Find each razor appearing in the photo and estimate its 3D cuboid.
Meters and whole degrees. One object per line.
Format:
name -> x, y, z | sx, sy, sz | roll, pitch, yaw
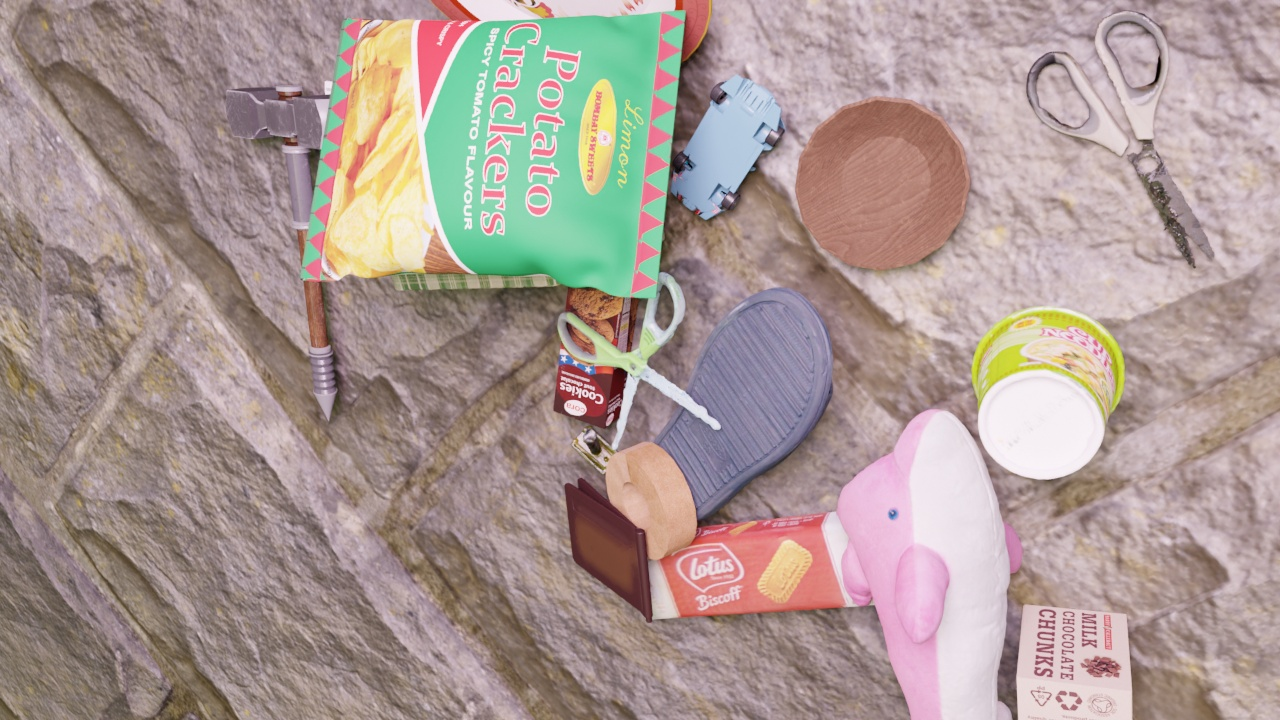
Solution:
razor -> -0.040, 0.070, 0.771 | 0.042, 0.106, 0.026 | 44, 81, 8

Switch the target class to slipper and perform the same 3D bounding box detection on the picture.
slipper -> 0.087, 0.041, 0.707 | 0.101, 0.082, 0.264 | 56, 143, 21

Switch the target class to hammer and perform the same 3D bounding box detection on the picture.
hammer -> -0.312, -0.092, 0.867 | 0.156, 0.042, 0.323 | 15, 116, 31

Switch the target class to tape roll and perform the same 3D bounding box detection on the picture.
tape roll -> 0.008, 0.116, 0.759 | 0.094, 0.027, 0.094 | 38, 138, 45

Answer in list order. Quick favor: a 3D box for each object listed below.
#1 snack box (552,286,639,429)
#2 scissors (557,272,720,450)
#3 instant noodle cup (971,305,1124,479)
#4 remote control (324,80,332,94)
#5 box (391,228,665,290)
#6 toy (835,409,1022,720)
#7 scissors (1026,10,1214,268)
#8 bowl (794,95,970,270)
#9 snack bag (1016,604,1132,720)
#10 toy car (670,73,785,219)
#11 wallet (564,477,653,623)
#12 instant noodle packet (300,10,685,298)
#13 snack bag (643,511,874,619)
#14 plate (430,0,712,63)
snack box -> -0.036, -0.018, 0.772 | 0.051, 0.031, 0.141 | 18, 114, 20
scissors -> -0.004, 0.004, 0.711 | 0.171, 0.021, 0.172 | 33, 124, 26
instant noodle cup -> 0.262, 0.024, 0.597 | 0.099, 0.107, 0.099 | 8, 110, 23
remote control -> -0.273, -0.190, 0.840 | 0.028, 0.011, 0.124 | 14, 113, 21
box -> -0.092, -0.098, 0.724 | 0.206, 0.117, 0.050 | 3, 118, 27
toy -> 0.194, 0.167, 0.647 | 0.128, 0.186, 0.265 | -6, 90, 43
scissors -> 0.317, -0.139, 0.567 | 0.169, 0.012, 0.133 | 34, 121, 15
bowl -> 0.168, -0.123, 0.636 | 0.118, 0.030, 0.118 | 9, 111, 23
snack bag -> 0.319, 0.298, 0.671 | 0.070, 0.094, 0.206 | -1, 107, 26
toy car -> 0.065, -0.157, 0.677 | 0.060, 0.027, 0.108 | 41, 130, 8
wallet -> -0.027, 0.164, 0.801 | 0.116, 0.018, 0.091 | 28, 129, 51
instant noodle packet -> -0.103, -0.143, 0.620 | 0.253, 0.090, 0.195 | 4, 81, 14
snack bag -> 0.091, 0.174, 0.773 | 0.226, 0.041, 0.077 | -13, 103, 28
plate -> -0.061, -0.269, 0.618 | 0.230, 0.230, 0.021 | 10, 71, 23
